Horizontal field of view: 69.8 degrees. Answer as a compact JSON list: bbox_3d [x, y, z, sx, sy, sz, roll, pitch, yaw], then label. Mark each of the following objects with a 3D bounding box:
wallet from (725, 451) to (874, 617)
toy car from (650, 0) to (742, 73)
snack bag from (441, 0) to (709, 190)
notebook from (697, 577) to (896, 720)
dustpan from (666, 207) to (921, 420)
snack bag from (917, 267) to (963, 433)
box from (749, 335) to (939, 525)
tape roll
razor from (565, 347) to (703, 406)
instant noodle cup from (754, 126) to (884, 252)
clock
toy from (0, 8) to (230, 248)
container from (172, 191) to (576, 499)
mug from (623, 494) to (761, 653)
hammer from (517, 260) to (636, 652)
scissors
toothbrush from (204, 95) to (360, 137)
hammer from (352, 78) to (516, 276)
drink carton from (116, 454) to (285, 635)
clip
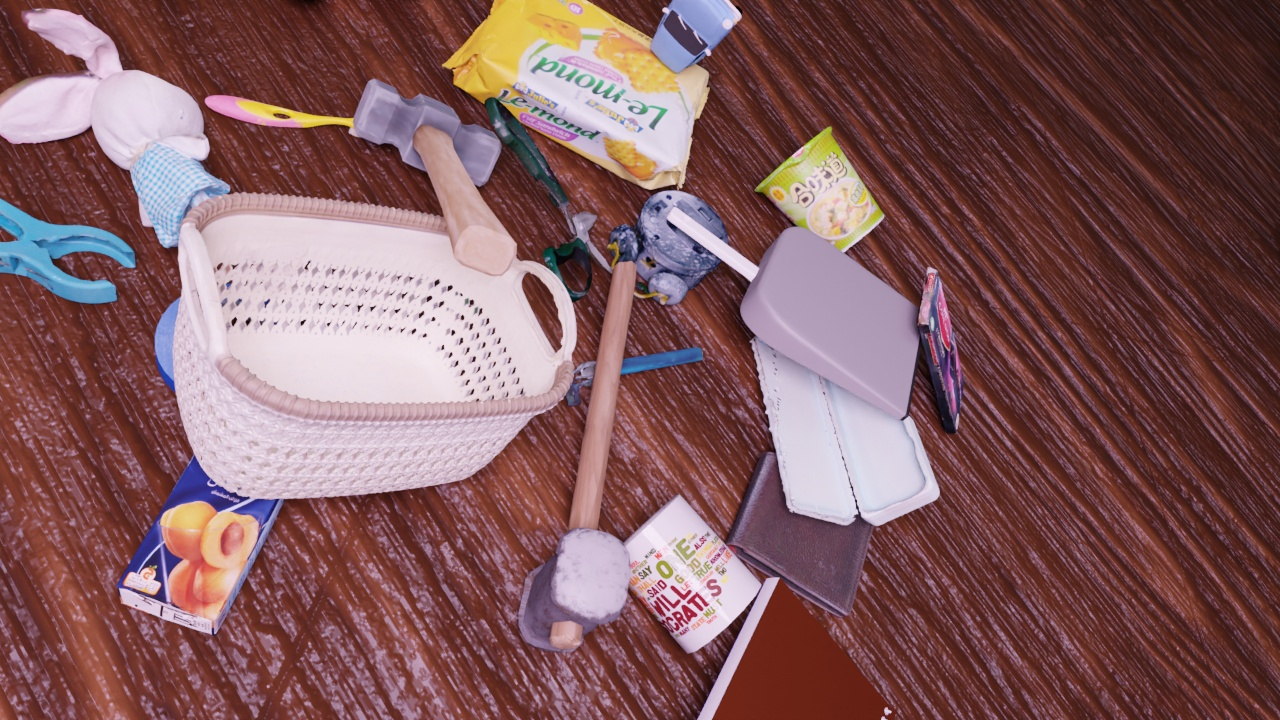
[{"bbox_3d":[0.137,0.145,0.771,0.120,0.031,0.099,33,55,-7],"label":"wallet"},{"bbox_3d":[0.047,-0.307,0.847,0.056,0.153,0.054,42,87,-10],"label":"toy car"},{"bbox_3d":[-0.053,-0.271,0.898,0.247,0.068,0.159,27,54,-11],"label":"snack bag"},{"bbox_3d":[0.101,0.290,0.639,0.171,0.022,0.208,50,51,-18],"label":"notebook"},{"bbox_3d":[0.137,-0.065,0.819,0.257,0.033,0.162,36,41,-5],"label":"dustpan"},{"bbox_3d":[0.288,-0.005,0.879,0.155,0.018,0.074,61,38,-37],"label":"snack bag"},{"bbox_3d":[0.173,0.047,0.802,0.125,0.075,0.197,6,45,-13],"label":"box"},{"bbox_3d":[-0.298,-0.011,0.660,0.092,0.016,0.091,-31,78,-35],"label":"tape roll"},{"bbox_3d":[-0.005,0.005,0.789,0.143,0.022,0.042,-12,69,-31],"label":"razor"},{"bbox_3d":[0.189,-0.167,0.944,0.108,0.099,0.098,50,53,-3],"label":"instant noodle cup"},{"bbox_3d":[0.025,-0.102,0.846,0.090,0.052,0.129,46,52,5],"label":"clock"},{"bbox_3d":[-0.351,-0.161,0.679,0.205,0.131,0.105,42,37,-6],"label":"toy"},{"bbox_3d":[-0.178,-0.005,0.603,0.245,0.143,0.184,2,47,-41],"label":"container"},{"bbox_3d":[0.037,0.154,0.697,0.089,0.074,0.105,47,24,6],"label":"mug"},{"bbox_3d":[-0.033,0.056,0.702,0.052,0.098,0.327,18,54,-15],"label":"hammer"},{"bbox_3d":[-0.075,-0.133,0.763,0.204,0.015,0.201,58,16,-12],"label":"scissors"},{"bbox_3d":[-0.295,-0.206,0.779,0.135,0.016,0.021,5,62,-21],"label":"toothbrush"},{"bbox_3d":[-0.141,-0.136,0.677,0.117,0.051,0.322,19,19,-28],"label":"hammer"},{"bbox_3d":[-0.273,0.102,0.592,0.064,0.040,0.129,24,54,-12],"label":"drink carton"},{"bbox_3d":[-0.418,-0.089,0.645,0.126,0.028,0.113,26,56,-9],"label":"clip"}]
